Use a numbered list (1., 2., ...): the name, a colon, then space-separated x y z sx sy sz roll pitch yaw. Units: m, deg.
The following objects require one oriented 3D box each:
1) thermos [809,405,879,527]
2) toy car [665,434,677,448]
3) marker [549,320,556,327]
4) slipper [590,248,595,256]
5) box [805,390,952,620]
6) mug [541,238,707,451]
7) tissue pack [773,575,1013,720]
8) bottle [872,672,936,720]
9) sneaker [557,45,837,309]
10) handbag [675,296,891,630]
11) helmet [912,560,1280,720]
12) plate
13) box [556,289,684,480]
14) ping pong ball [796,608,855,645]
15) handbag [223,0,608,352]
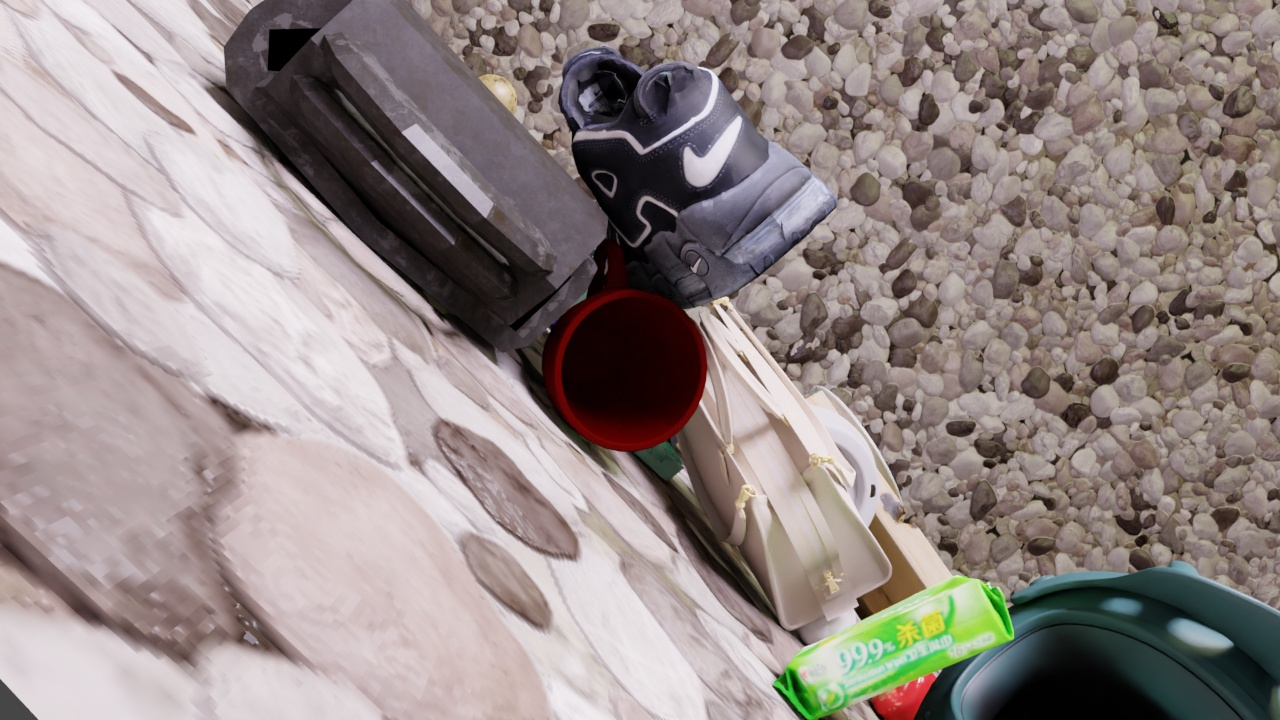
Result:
1. thermos: 0.110 0.093 0.817 0.131 0.131 0.222 46 -5 -13
2. toy car: 0.060 0.017 0.854 0.191 0.071 0.094 -42 126 -76
3. marker: -0.096 -0.057 0.792 0.134 0.015 0.018 44 24 -42
4. slipper: -0.047 -0.065 0.851 0.118 0.060 0.295 14 -25 43
5. box: 0.220 0.179 0.902 0.247 0.068 0.254 58 -13 22
6. mug: -0.020 -0.012 0.524 0.088 0.087 0.114 -162 -110 -69
7. tissue pack: 0.126 0.140 0.454 0.034 0.114 0.099 65 9 18
8. bottle: 0.220 0.269 0.632 0.134 0.048 0.071 47 3 4
9. sneaker: -0.002 -0.110 0.548 0.151 0.097 0.253 55 -14 -12
10. handbag: 0.068 0.043 0.584 0.198 0.101 0.194 62 1 -43
11. helmet: 0.240 0.192 0.448 0.176 0.200 0.274 48 3 26
12. plate: 0.206 0.095 0.900 0.157 0.014 0.157 59 -7 11
13. box: -0.031 -0.003 0.697 0.139 0.052 0.187 61 -5 -30
14. ping pong ball: 0.123 0.172 0.611 0.040 0.040 0.040 47 3 -4
15. handbag: -0.102 -0.102 0.453 0.197 0.102 0.199 46 3 -22
